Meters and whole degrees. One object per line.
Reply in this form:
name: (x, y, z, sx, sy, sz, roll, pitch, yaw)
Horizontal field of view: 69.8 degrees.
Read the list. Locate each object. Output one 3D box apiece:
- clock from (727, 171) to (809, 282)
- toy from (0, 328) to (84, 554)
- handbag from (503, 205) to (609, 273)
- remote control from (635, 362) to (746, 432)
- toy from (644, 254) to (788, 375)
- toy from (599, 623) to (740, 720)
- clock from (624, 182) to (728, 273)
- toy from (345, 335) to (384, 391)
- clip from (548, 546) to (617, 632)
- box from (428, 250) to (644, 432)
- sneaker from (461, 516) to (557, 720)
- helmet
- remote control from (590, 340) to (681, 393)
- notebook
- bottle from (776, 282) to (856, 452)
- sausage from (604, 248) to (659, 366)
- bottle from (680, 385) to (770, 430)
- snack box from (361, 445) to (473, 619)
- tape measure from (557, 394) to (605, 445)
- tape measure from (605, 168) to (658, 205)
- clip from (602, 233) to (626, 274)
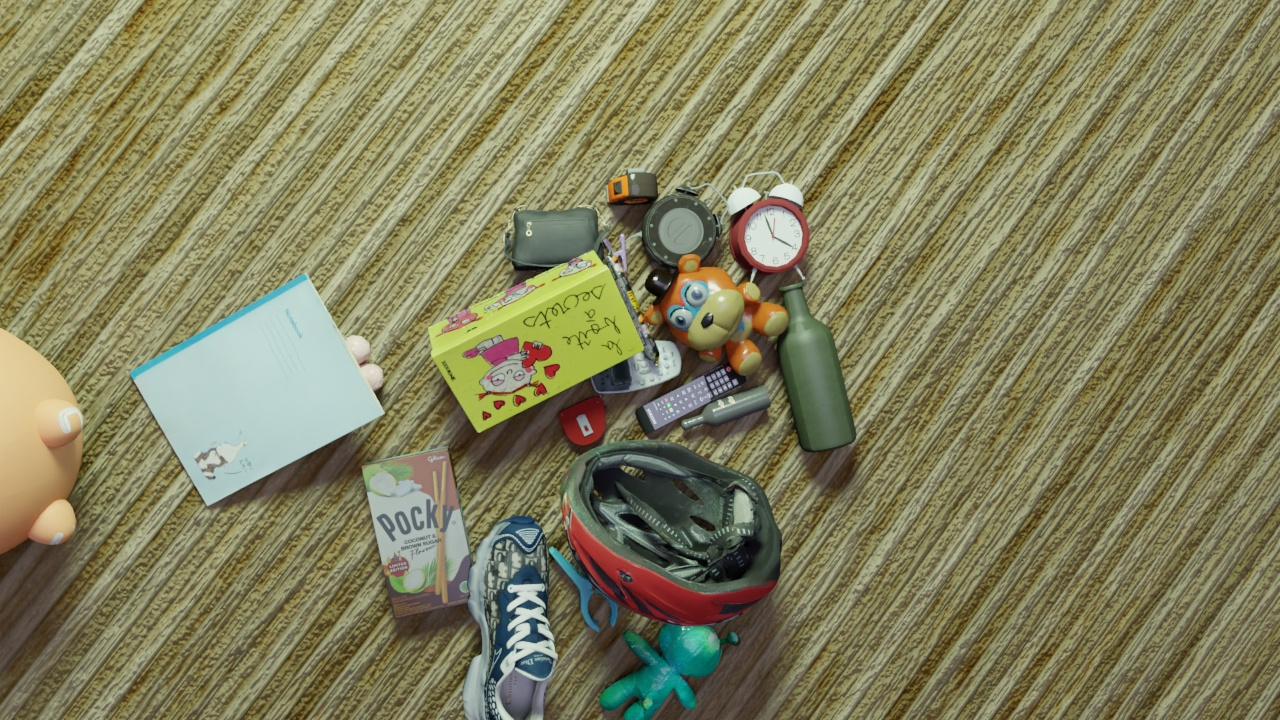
clock: (0.158, -0.164, 1.135, 0.096, 0.048, 0.137, -7, 94, -8)
toy: (-0.701, 0.083, 0.921, 0.281, 0.265, 0.263, 15, 107, 1)
handbag: (-0.100, -0.148, 1.099, 0.128, 0.054, 0.079, -4, 88, -5)
remote control: (0.064, 0.044, 1.145, 0.146, 0.015, 0.033, -27, 95, -6)
toy: (0.085, -0.058, 1.105, 0.176, 0.096, 0.112, 30, 109, -4)
toy: (0.036, 0.378, 1.129, 0.130, 0.072, 0.193, 44, 95, -7)
clock: (0.050, -0.160, 1.122, 0.122, 0.044, 0.091, -43, 98, -3)
toy: (-0.356, 0.018, 1.070, 0.105, 0.053, 0.108, -24, 95, -10)
clip: (-0.070, 0.278, 1.131, 0.103, 0.027, 0.120, -20, 94, -4)
box: (-0.120, -0.024, 1.061, 0.221, 0.080, 0.124, -24, 123, -3)
sneaker: (-0.135, 0.319, 1.055, 0.103, 0.132, 0.269, 5, 94, -30)
helmet: (0.029, 0.200, 1.058, 0.272, 0.216, 0.167, 23, 126, -5)
remote control: (-0.007, 0.007, 1.128, 0.114, 0.028, 0.060, -9, 92, -7)
notebook: (-0.438, 0.036, 1.043, 0.254, 0.009, 0.181, -27, 95, 12)
bottle: (0.211, 0.007, 1.137, 0.071, 0.071, 0.207, -15, 94, -7)
sausage: (-0.010, -0.063, 1.108, 0.020, 0.020, 0.155, -23, 86, -7)
bottle: (0.104, 0.063, 1.144, 0.113, 0.030, 0.030, -19, 94, -7)
snack box: (-0.261, 0.205, 1.098, 0.101, 0.032, 0.186, -11, 93, -7)
tape measure: (-0.066, 0.075, 1.127, 0.059, 0.019, 0.051, -25, 95, -6)
tape measure: (-0.009, -0.211, 1.107, 0.058, 0.059, 0.038, -4, 90, -11)
clip: (-0.024, -0.134, 1.130, 0.045, 0.014, 0.051, -44, 94, -7)
